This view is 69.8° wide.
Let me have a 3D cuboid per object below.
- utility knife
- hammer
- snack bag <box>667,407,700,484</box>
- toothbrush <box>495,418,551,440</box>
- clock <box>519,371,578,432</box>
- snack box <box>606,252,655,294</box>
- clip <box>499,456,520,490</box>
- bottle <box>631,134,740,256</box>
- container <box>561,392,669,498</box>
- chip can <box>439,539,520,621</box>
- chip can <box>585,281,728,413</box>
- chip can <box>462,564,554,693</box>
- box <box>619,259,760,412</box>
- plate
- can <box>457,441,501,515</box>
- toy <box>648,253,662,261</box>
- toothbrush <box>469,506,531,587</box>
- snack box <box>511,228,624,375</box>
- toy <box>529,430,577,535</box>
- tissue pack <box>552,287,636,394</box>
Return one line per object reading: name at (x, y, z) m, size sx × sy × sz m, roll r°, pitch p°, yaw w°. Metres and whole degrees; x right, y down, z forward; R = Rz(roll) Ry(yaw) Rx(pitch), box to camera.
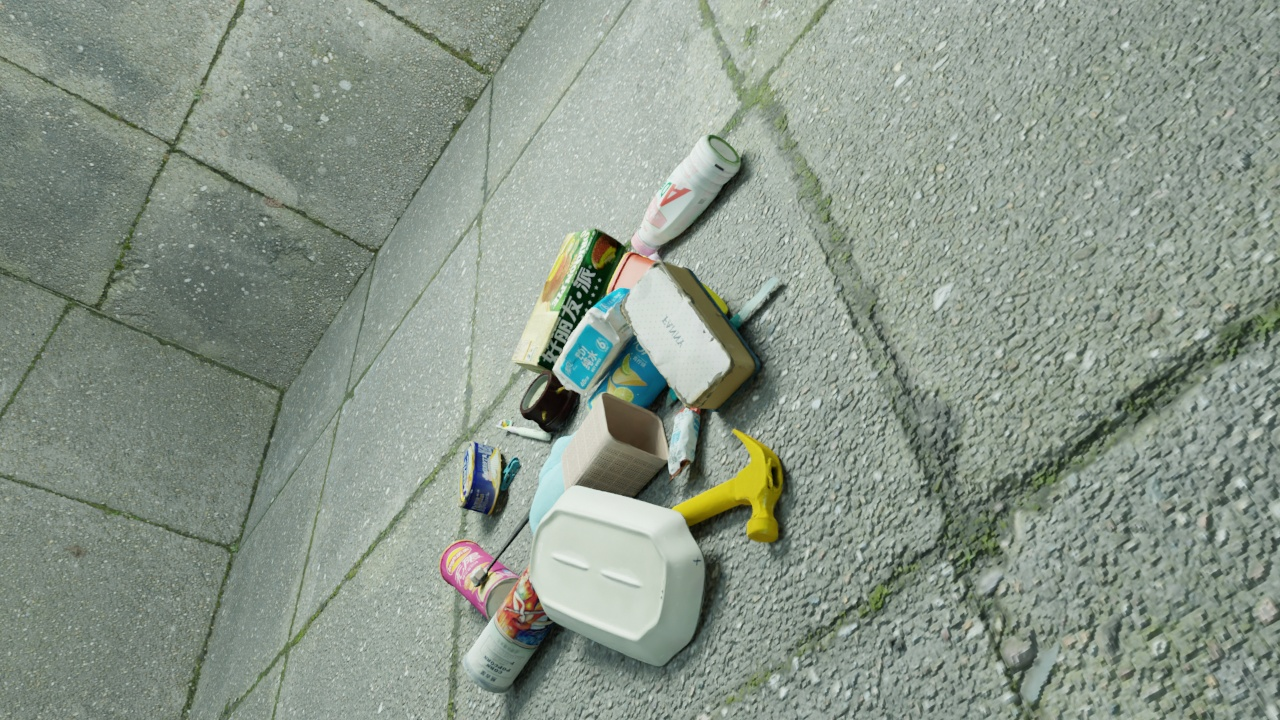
utility knife at (0.094, -0.021, 1.087) m, size 0.216 × 0.013 × 0.029 m, roll -50°, pitch 27°, yaw 29°
hammer at (0.041, 0.169, 0.985) m, size 0.302 × 0.033 × 0.128 m, roll -35°, pitch 37°, yaw 43°
snack bag at (0.051, 0.089, 1.042) m, size 0.048 × 0.026 × 0.104 m, roll -51°, pitch 21°, yaw 47°
toothbrush at (-0.184, 0.111, 1.458) m, size 0.190 × 0.029 × 0.020 m, roll 5°, pitch 112°, yaw 61°
clock at (-0.143, 0.059, 1.383) m, size 0.082 × 0.055 × 0.122 m, roll -58°, pitch 25°, yaw -7°
snack box at (0.015, -0.092, 1.213) m, size 0.080 × 0.091 × 0.082 m, roll 19°, pitch 82°, yaw 56°
clip at (-0.206, 0.178, 1.442) m, size 0.056 × 0.014 × 0.042 m, roll -59°, pitch 26°, yaw 13°
bottle at (0.057, -0.224, 1.287) m, size 0.197 × 0.068 × 0.068 m, roll -47°, pitch 30°, yaw 34°
container at (-0.035, 0.117, 1.112) m, size 0.111 × 0.090 × 0.090 m, roll -53°, pitch 28°, yaw 26°
chip can at (-0.217, 0.308, 1.273) m, size 0.211 × 0.071 × 0.071 m, roll 7°, pitch 72°, yaw 62°
chip can at (0.018, -0.004, 1.143) m, size 0.211 × 0.071 × 0.071 m, roll -52°, pitch 28°, yaw 21°
chip can at (-0.134, 0.305, 1.129) m, size 0.215 × 0.071 × 0.071 m, roll -56°, pitch 27°, yaw 12°
box at (0.056, -0.024, 1.034) m, size 0.090 × 0.061 × 0.184 m, roll -46°, pitch 62°, yaw 26°
plate at (-0.040, 0.225, 0.983) m, size 0.266 × 0.034 × 0.162 m, roll 7°, pitch 86°, yaw 47°
can at (-0.258, 0.186, 1.467) m, size 0.148 × 0.049 × 0.075 m, roll -109°, pitch 41°, yaw -61°
toy at (-0.004, -0.116, 1.324) m, size 0.108 × 0.039 × 0.083 m, roll -35°, pitch 29°, yaw 45°
toothbrush at (-0.177, 0.239, 1.249) m, size 0.016 × 0.018 × 0.180 m, roll -19°, pitch 21°, yaw 39°
snack box at (-0.119, -0.092, 1.479) m, size 0.115 × 0.063 × 0.240 m, roll 4°, pitch 69°, yaw 61°
toy at (-0.107, 0.163, 1.238) m, size 0.161 × 0.050 × 0.156 m, roll -59°, pitch 18°, yaw -11°
tissue pack at (-0.050, -0.027, 1.163) m, size 0.089 × 0.063 × 0.140 m, roll -43°, pitch -8°, yaw -51°
